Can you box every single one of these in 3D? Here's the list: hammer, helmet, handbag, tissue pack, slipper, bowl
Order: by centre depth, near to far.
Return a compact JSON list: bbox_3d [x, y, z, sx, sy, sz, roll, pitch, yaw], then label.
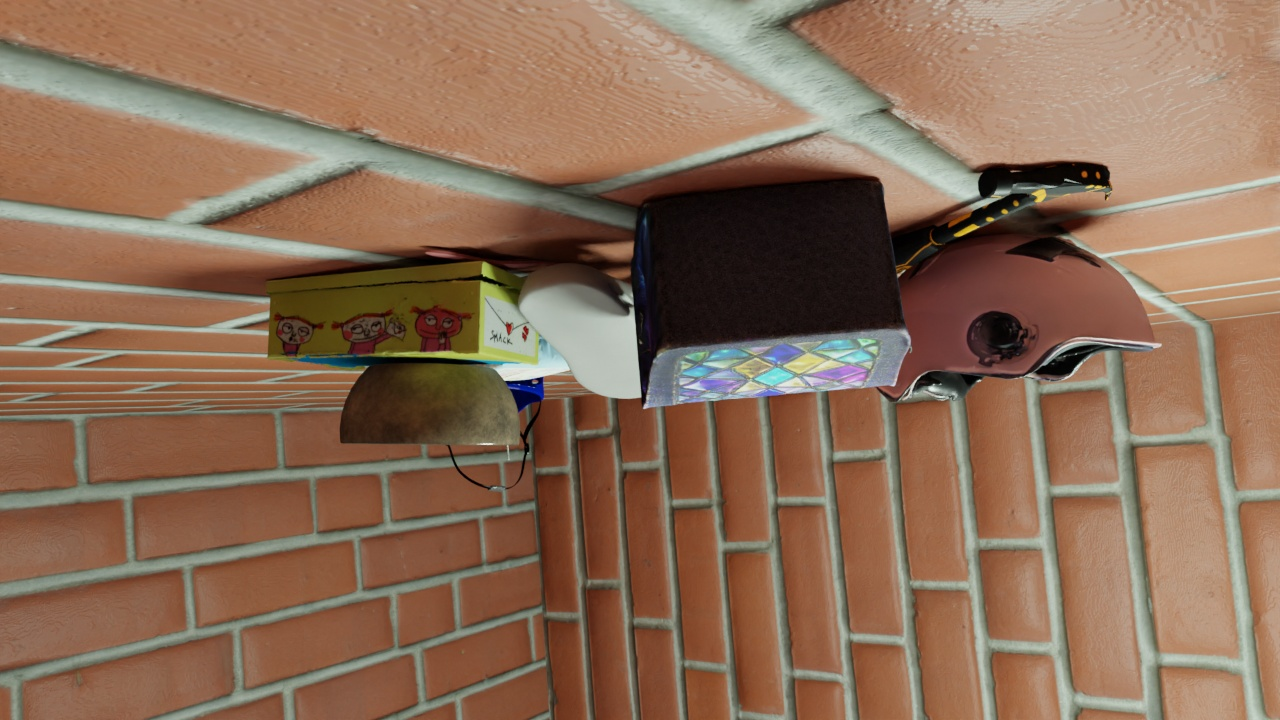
[{"bbox_3d":[0.096,-0.037,0.711,0.205,0.125,0.222,-5,164,2],"label":"handbag"},{"bbox_3d":[0.255,-0.105,0.779,0.123,0.036,0.321,-4,173,-17],"label":"hammer"},{"bbox_3d":[-0.193,0.042,0.847,0.162,0.070,0.162,1,175,0],"label":"bowl"},{"bbox_3d":[-0.035,-0.042,0.867,0.113,0.080,0.266,-13,155,16],"label":"slipper"},{"bbox_3d":[0.349,-0.043,0.884,0.256,0.152,0.229,-11,170,41],"label":"helmet"},{"bbox_3d":[-0.137,-0.018,1.033,0.112,0.070,0.182,0,174,-32],"label":"tissue pack"},{"bbox_3d":[-0.225,0.074,1.314,0.147,0.227,0.242,10,166,-35],"label":"helmet"}]

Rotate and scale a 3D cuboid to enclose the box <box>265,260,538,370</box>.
[{"bbox_3d":[-0.213,-0.036,0.830,0.221,0.082,0.124,0,175,21],"label":"box"}]

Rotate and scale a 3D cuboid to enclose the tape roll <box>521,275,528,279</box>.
[{"bbox_3d":[-0.106,-0.062,0.913,0.093,0.013,0.093,-14,163,-4],"label":"tape roll"}]

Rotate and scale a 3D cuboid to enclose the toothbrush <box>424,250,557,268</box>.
[{"bbox_3d":[-0.110,-0.082,0.797,0.015,0.015,0.184,-8,174,41],"label":"toothbrush"}]

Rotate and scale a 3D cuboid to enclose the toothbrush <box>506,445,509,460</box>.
[{"bbox_3d":[-0.167,0.032,1.127,0.010,0.181,0.010,-6,-177,-15],"label":"toothbrush"}]
